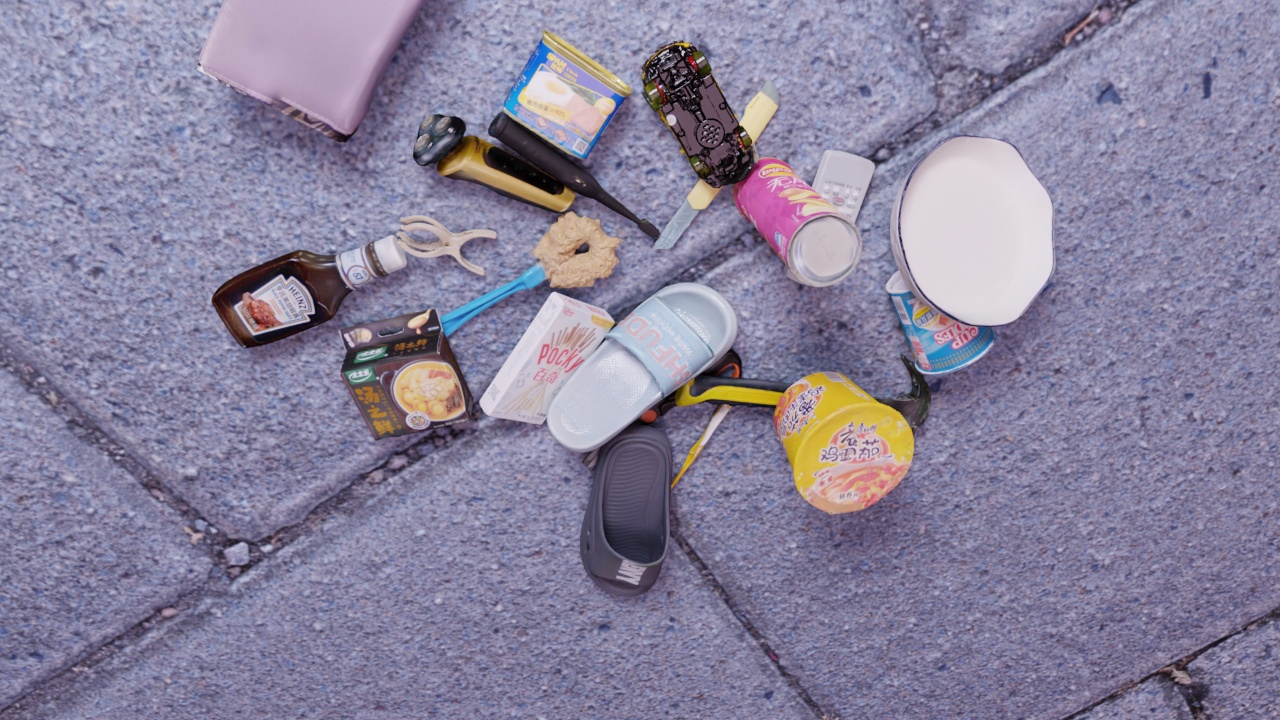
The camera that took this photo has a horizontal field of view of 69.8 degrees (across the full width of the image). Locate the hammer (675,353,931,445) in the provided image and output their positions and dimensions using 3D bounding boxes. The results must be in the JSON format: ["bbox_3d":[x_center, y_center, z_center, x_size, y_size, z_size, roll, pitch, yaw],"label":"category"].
[{"bbox_3d":[0.199,0.042,1.088,0.323,0.032,0.126,6,113,-16],"label":"hammer"}]

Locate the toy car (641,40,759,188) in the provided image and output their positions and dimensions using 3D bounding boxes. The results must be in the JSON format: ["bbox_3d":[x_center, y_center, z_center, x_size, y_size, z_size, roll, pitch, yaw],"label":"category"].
[{"bbox_3d":[0.059,-0.246,0.932,0.071,0.041,0.156,-33,111,8],"label":"toy car"}]

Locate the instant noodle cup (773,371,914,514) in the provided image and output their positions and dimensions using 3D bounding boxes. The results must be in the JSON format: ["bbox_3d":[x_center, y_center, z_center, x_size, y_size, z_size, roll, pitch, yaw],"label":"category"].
[{"bbox_3d":[0.218,0.084,1.032,0.138,0.109,0.138,-6,117,-12],"label":"instant noodle cup"}]

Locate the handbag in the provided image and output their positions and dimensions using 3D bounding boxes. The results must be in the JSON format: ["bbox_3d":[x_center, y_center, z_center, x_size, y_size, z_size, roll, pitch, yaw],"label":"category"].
[{"bbox_3d":[-0.280,-0.315,0.818,0.145,0.098,0.197,29,107,-19],"label":"handbag"}]

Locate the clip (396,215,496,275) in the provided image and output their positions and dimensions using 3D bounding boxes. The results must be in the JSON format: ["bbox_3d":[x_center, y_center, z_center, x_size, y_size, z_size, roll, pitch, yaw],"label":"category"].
[{"bbox_3d":[-0.204,-0.124,0.960,0.100,0.034,0.072,15,112,-20],"label":"clip"}]

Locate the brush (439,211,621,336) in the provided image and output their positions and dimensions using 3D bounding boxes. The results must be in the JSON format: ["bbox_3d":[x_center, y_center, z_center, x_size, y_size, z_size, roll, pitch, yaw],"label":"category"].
[{"bbox_3d":[-0.137,-0.079,0.993,0.255,0.045,0.083,-29,121,10],"label":"brush"}]

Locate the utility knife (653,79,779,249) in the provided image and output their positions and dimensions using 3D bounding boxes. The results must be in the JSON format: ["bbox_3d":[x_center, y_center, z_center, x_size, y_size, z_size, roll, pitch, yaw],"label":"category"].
[{"bbox_3d":[0.081,-0.200,0.971,0.031,0.022,0.211,32,101,-17],"label":"utility knife"}]

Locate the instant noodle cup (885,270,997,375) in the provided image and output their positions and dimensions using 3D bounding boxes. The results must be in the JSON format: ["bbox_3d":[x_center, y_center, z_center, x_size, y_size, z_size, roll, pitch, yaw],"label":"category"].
[{"bbox_3d":[0.334,-0.055,1.043,0.099,0.099,0.110,-32,108,8],"label":"instant noodle cup"}]

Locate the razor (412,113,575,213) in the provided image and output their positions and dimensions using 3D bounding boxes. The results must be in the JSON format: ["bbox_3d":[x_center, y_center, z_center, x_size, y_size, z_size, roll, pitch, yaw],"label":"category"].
[{"bbox_3d":[-0.143,-0.194,0.923,0.167,0.062,0.068,22,145,-23],"label":"razor"}]

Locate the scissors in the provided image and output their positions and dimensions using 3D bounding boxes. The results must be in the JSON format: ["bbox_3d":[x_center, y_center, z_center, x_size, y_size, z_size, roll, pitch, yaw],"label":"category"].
[{"bbox_3d":[0.009,0.043,1.075,0.235,0.021,0.142,-23,124,0],"label":"scissors"}]

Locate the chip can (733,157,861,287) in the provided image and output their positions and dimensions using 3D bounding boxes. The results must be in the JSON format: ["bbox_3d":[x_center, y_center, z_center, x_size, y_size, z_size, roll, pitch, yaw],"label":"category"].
[{"bbox_3d":[0.149,-0.141,0.902,0.071,0.210,0.071,-3,116,-7],"label":"chip can"}]

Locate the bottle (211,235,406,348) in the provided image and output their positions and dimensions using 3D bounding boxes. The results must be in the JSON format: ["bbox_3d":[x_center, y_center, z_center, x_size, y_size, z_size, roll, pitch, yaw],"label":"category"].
[{"bbox_3d":[-0.340,-0.079,0.957,0.195,0.044,0.080,-22,118,2],"label":"bottle"}]

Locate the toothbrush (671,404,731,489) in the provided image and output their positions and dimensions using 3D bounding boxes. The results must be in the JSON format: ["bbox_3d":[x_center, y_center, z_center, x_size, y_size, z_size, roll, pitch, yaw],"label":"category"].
[{"bbox_3d":[0.066,0.105,1.122,0.018,0.016,0.192,29,109,-11],"label":"toothbrush"}]

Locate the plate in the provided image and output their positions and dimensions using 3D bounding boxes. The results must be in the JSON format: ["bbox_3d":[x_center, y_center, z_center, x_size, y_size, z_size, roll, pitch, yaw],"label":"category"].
[{"bbox_3d":[0.352,-0.137,0.983,0.204,0.046,0.205,1,88,-19],"label":"plate"}]

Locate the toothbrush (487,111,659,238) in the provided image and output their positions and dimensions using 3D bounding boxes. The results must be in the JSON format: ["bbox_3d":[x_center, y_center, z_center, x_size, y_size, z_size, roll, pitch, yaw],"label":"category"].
[{"bbox_3d":[-0.062,-0.184,0.942,0.212,0.027,0.026,30,109,-29],"label":"toothbrush"}]

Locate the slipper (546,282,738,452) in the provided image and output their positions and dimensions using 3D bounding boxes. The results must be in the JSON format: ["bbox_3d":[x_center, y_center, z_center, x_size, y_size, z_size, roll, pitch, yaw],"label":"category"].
[{"bbox_3d":[-0.006,0.006,1.003,0.245,0.074,0.104,-41,80,5],"label":"slipper"}]

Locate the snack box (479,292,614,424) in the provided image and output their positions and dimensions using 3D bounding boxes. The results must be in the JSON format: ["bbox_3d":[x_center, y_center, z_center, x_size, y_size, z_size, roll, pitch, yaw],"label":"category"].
[{"bbox_3d":[-0.104,0.001,1.019,0.084,0.027,0.157,16,117,-49],"label":"snack box"}]

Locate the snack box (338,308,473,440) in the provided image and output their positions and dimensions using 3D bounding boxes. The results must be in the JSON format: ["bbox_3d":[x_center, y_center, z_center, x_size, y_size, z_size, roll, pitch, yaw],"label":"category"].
[{"bbox_3d":[-0.257,0.018,1.003,0.113,0.053,0.126,-12,128,5],"label":"snack box"}]

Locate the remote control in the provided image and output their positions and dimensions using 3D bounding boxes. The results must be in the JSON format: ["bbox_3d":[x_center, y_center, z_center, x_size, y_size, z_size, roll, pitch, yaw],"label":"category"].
[{"bbox_3d":[0.207,-0.154,1.011,0.058,0.021,0.150,10,113,-13],"label":"remote control"}]

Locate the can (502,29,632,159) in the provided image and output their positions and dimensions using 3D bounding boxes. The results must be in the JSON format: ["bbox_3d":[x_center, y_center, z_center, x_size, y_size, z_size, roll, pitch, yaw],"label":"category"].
[{"bbox_3d":[-0.073,-0.258,0.900,0.102,0.057,0.083,30,111,-20],"label":"can"}]

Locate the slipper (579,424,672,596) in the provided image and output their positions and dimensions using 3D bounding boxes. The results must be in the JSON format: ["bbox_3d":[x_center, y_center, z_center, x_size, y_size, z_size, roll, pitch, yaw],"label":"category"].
[{"bbox_3d":[-0.016,0.203,1.110,0.110,0.083,0.269,4,123,-4],"label":"slipper"}]
